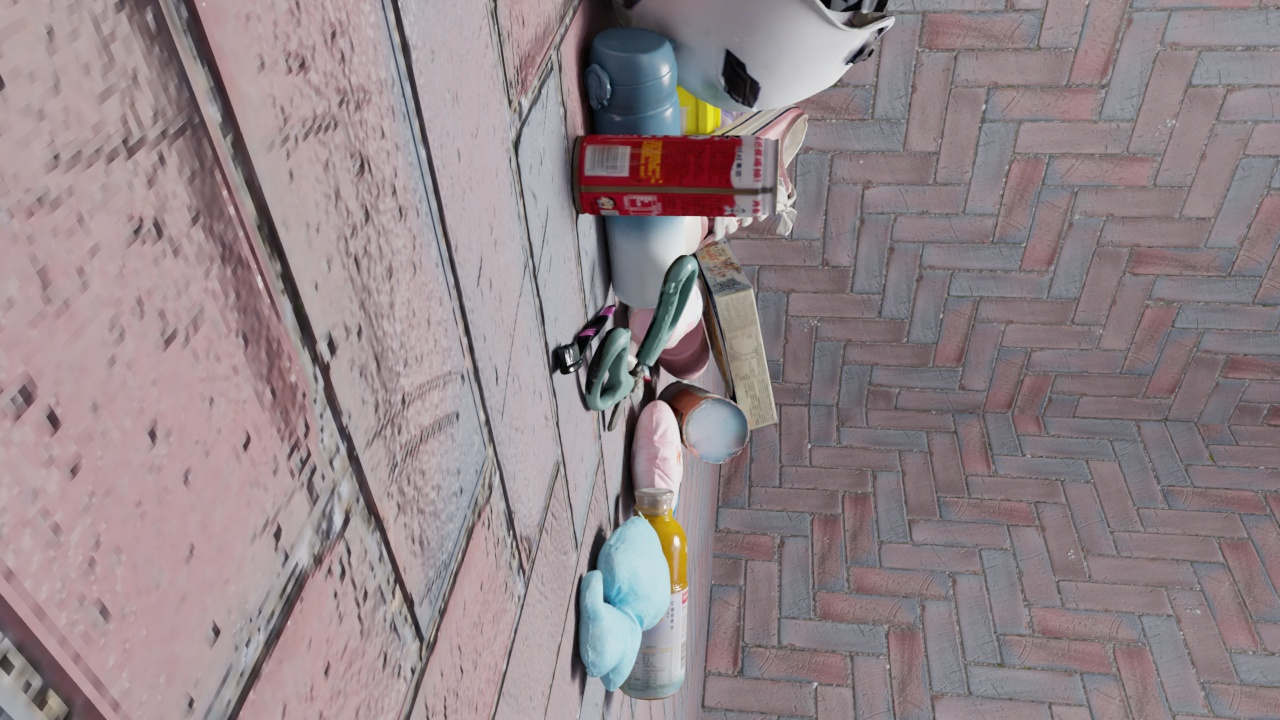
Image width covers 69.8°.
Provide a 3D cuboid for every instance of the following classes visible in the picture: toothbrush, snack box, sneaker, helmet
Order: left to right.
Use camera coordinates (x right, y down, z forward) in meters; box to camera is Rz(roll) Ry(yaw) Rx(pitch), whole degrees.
[{"bbox_3d":[-0.035,-0.022,0.646,0.189,0.014,0.018,-66,144,-73],"label":"toothbrush"},{"bbox_3d":[-0.005,0.005,0.880,0.187,0.016,0.017,46,38,-80],"label":"toothbrush"},{"bbox_3d":[0.030,-0.240,0.840,0.091,0.082,0.080,87,-1,-50],"label":"snack box"},{"bbox_3d":[0.065,-0.280,0.705,0.146,0.229,0.257,-48,-176,32],"label":"helmet"},{"bbox_3d":[0.100,-0.044,1.036,0.182,0.046,0.178,-106,180,-57],"label":"snack box"},{"bbox_3d":[0.096,-0.158,0.839,0.240,0.088,0.118,-44,156,-31],"label":"sneaker"}]

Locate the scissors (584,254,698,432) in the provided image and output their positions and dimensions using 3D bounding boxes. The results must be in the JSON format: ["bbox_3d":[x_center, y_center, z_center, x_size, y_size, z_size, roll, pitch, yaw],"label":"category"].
[{"bbox_3d":[-0.010,0.004,0.702,0.175,0.019,0.175,-38,156,-56],"label":"scissors"}]

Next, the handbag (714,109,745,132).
[{"bbox_3d":[0.082,-0.258,1.004,0.134,0.075,0.193,98,-23,-73],"label":"handbag"}]

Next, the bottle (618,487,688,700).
[{"bbox_3d":[0.010,0.214,0.855,0.068,0.068,0.189,-14,106,-82],"label":"bottle"}]

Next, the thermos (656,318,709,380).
[{"bbox_3d":[0.043,-0.027,1.088,0.087,0.067,0.198,64,3,10],"label":"thermos"}]

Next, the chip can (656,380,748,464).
[{"bbox_3d":[0.065,0.065,1.036,0.215,0.071,0.071,-157,-111,-83],"label":"chip can"}]

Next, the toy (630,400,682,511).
[{"bbox_3d":[0.016,0.110,0.950,0.160,0.054,0.121,94,-2,-70],"label":"toy"}]

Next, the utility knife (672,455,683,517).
[{"bbox_3d":[0.029,0.178,1.030,0.034,0.018,0.205,-75,178,-49],"label":"utility knife"}]

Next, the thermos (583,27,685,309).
[{"bbox_3d":[-0.001,-0.139,0.688,0.221,0.070,0.070,83,11,-46],"label":"thermos"}]

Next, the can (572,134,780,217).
[{"bbox_3d":[0.025,-0.122,0.608,0.053,0.133,0.053,3,89,-82],"label":"can"}]

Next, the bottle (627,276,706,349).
[{"bbox_3d":[0.023,-0.048,0.880,0.196,0.068,0.068,-54,146,-76],"label":"bottle"}]

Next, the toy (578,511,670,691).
[{"bbox_3d":[-0.011,0.188,0.741,0.161,0.050,0.156,59,36,-52],"label":"toy"}]
